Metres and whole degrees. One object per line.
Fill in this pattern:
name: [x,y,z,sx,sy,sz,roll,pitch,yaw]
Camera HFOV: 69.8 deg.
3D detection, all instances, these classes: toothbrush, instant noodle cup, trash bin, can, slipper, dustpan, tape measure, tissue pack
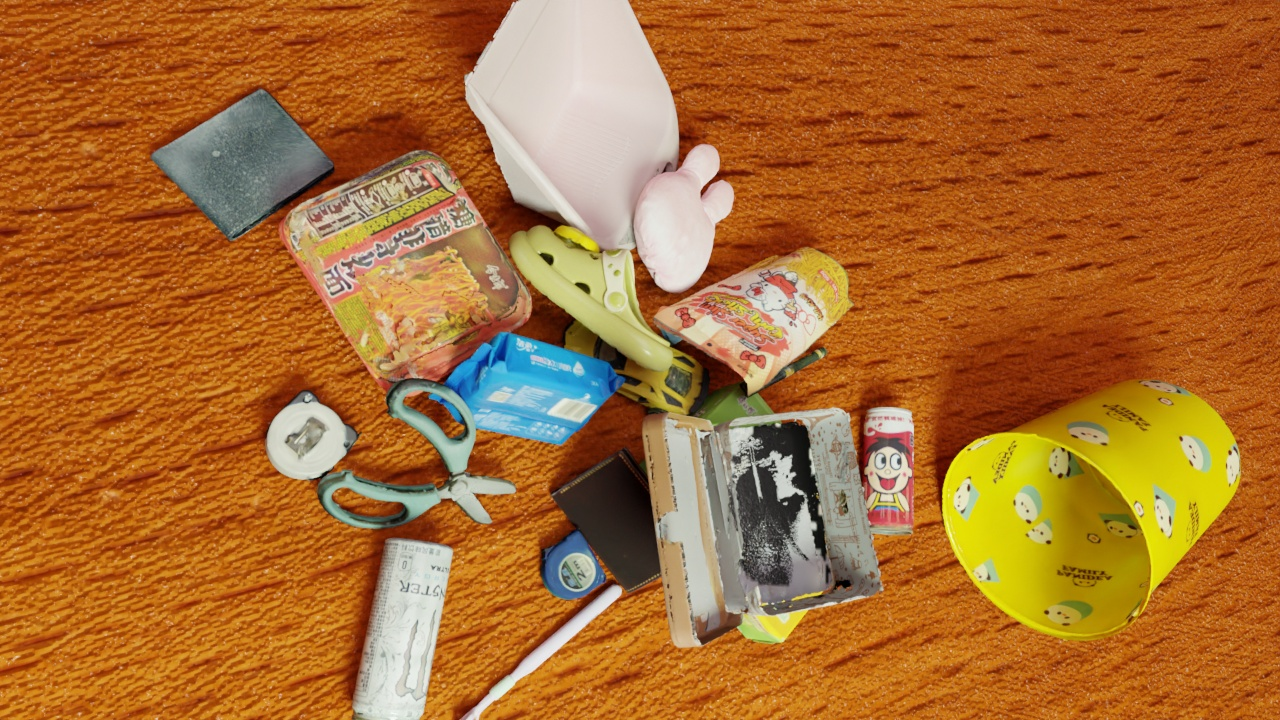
toothbrush: [0.151,0.008,0.950,0.017,0.012,0.185,50,35,13]
instant noodle cup: [-0.205,-0.074,0.816,0.164,0.079,0.189,-33,92,-27]
trash bin: [0.506,0.144,1.012,0.254,0.230,0.229,-21,87,-33]
can: [-0.197,0.223,0.760,0.058,0.058,0.146,14,72,-21]
slipper: [-0.034,-0.068,0.853,0.190,0.091,0.081,40,91,6]
dustpan: [-0.035,-0.236,0.864,0.139,0.274,0.222,21,71,8]
tape measure: [-0.281,0.067,0.774,0.066,0.034,0.065,40,65,-9]
tape measure: [-0.065,0.192,0.846,0.054,0.025,0.058,-31,88,-25]
tissue pack: [-0.099,0.024,0.817,0.157,0.095,0.052,16,47,-35]
can: [0.269,0.120,0.996,0.053,0.053,0.132,11,73,-22]
toothbrush: [-0.086,0.264,0.822,0.021,0.029,0.188,36,58,29]

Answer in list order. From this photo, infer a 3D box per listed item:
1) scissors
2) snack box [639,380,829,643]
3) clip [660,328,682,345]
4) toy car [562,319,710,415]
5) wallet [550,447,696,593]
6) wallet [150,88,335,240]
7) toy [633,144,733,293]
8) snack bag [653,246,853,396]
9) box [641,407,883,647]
scissors: [-0.180,0.081,0.781,0.172,0.019,0.179,6,113,-24]
snack box: [0.105,0.148,0.907,0.157,0.070,0.210,-43,97,-26]
clip: [0.049,-0.038,0.955,0.057,0.030,0.024,-29,85,-21]
toy car: [-0.005,0.005,0.908,0.156,0.041,0.071,27,67,-14]
wallet: [-0.013,0.149,0.847,0.122,0.097,0.020,53,26,-6]
wallet: [-0.348,-0.176,0.811,0.097,0.019,0.120,48,62,-6]
toy: [0.047,-0.147,0.949,0.159,0.054,0.121,-54,134,-32]
snack bag: [0.124,-0.048,0.936,0.128,0.073,0.207,39,46,22]
box: [0.090,0.134,0.792,0.273,0.124,0.178,1,76,-46]
